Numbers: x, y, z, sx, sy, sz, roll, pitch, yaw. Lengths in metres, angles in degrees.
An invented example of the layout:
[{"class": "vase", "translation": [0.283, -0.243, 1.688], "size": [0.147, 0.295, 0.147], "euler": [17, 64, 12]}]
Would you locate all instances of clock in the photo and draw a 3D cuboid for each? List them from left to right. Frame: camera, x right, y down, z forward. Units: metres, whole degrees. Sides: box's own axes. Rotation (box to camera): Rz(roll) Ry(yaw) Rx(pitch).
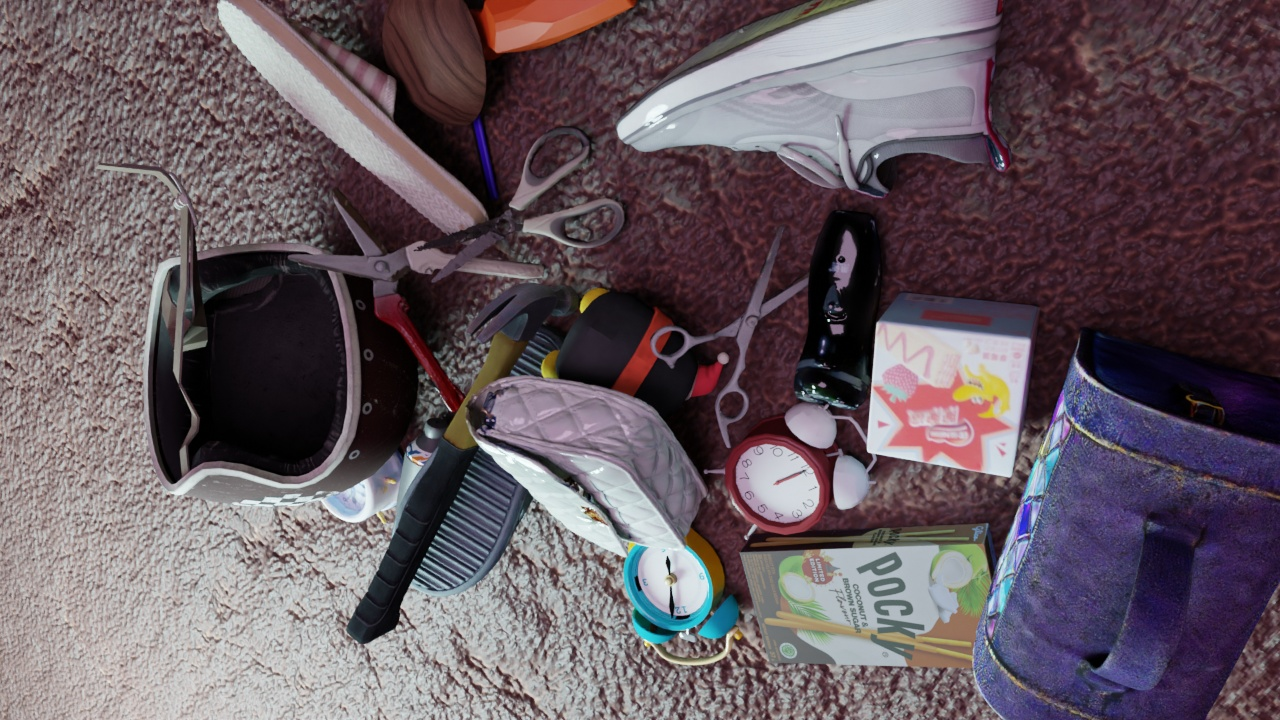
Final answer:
[{"class": "clock", "translation": [-0.291, 0.106, 0.911], "size": [0.125, 0.051, 0.089], "euler": [30, 120, 18]}, {"class": "clock", "translation": [0.032, 0.199, 0.785], "size": [0.099, 0.043, 0.129], "euler": [-15, 94, 30]}, {"class": "clock", "translation": [0.117, 0.082, 0.697], "size": [0.125, 0.044, 0.087], "euler": [-30, 93, 33]}]

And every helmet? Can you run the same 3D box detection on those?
[{"class": "helmet", "translation": [-0.316, 0.005, 0.770], "size": [0.235, 0.253, 0.233], "euler": [-33, 65, 47]}]

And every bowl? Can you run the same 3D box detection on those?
[{"class": "bowl", "translation": [-0.167, -0.236, 0.706], "size": [0.119, 0.032, 0.119], "euler": [31, 136, 36]}]

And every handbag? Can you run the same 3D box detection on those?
[{"class": "handbag", "translation": [-0.037, 0.087, 0.702], "size": [0.139, 0.072, 0.195], "euler": [8, 153, 25]}, {"class": "handbag", "translation": [0.279, 0.101, 0.517], "size": [0.125, 0.221, 0.205], "euler": [18, 116, 20]}]

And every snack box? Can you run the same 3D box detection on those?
[{"class": "snack box", "translation": [0.179, 0.183, 0.708], "size": [0.186, 0.031, 0.101], "euler": [-9, 104, 29]}, {"class": "snack box", "translation": [0.206, 0.013, 0.605], "size": [0.093, 0.079, 0.095], "euler": [9, 112, 24]}]

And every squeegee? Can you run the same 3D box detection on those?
[{"class": "squeegee", "translation": [-0.083, -0.249, 0.671], "size": [0.185, 0.055, 0.250], "euler": [0, 108, 35]}]

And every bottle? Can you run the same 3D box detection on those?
[{"class": "bottle", "translation": [-0.201, 0.105, 0.866], "size": [0.047, 0.046, 0.113], "euler": [25, 118, 17]}]

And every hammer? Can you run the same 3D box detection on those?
[{"class": "hammer", "translation": [-0.153, 0.086, 0.727], "size": [0.025, 0.117, 0.333], "euler": [33, 104, 17]}]

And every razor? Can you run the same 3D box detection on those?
[{"class": "razor", "translation": [0.136, -0.032, 0.634], "size": [0.053, 0.063, 0.141], "euler": [10, 113, 23]}]

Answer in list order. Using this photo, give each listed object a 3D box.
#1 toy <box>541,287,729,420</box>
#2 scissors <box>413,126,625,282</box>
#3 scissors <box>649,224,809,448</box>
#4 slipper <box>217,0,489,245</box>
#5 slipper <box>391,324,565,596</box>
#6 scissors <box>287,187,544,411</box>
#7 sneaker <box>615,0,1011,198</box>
[{"class": "toy", "translation": [-0.004, 0.004, 0.703], "size": [0.119, 0.100, 0.097], "euler": [33, 82, -8]}, {"class": "scissors", "translation": [-0.087, -0.107, 0.711], "size": [0.153, 0.012, 0.163], "euler": [27, 96, -5]}, {"class": "scissors", "translation": [0.078, -0.013, 0.665], "size": [0.141, 0.014, 0.165], "euler": [-17, 116, -7]}, {"class": "slipper", "translation": [-0.219, -0.197, 0.737], "size": [0.263, 0.052, 0.115], "euler": [42, 163, -10]}, {"class": "slipper", "translation": [-0.124, 0.090, 0.809], "size": [0.101, 0.082, 0.264], "euler": [31, 100, 15]}, {"class": "scissors", "translation": [-0.165, -0.059, 0.732], "size": [0.199, 0.179, 0.015], "euler": [67, 162, -13]}, {"class": "sneaker", "translation": [0.106, -0.158, 0.592], "size": [0.264, 0.096, 0.129], "euler": [-6, 119, 35]}]
